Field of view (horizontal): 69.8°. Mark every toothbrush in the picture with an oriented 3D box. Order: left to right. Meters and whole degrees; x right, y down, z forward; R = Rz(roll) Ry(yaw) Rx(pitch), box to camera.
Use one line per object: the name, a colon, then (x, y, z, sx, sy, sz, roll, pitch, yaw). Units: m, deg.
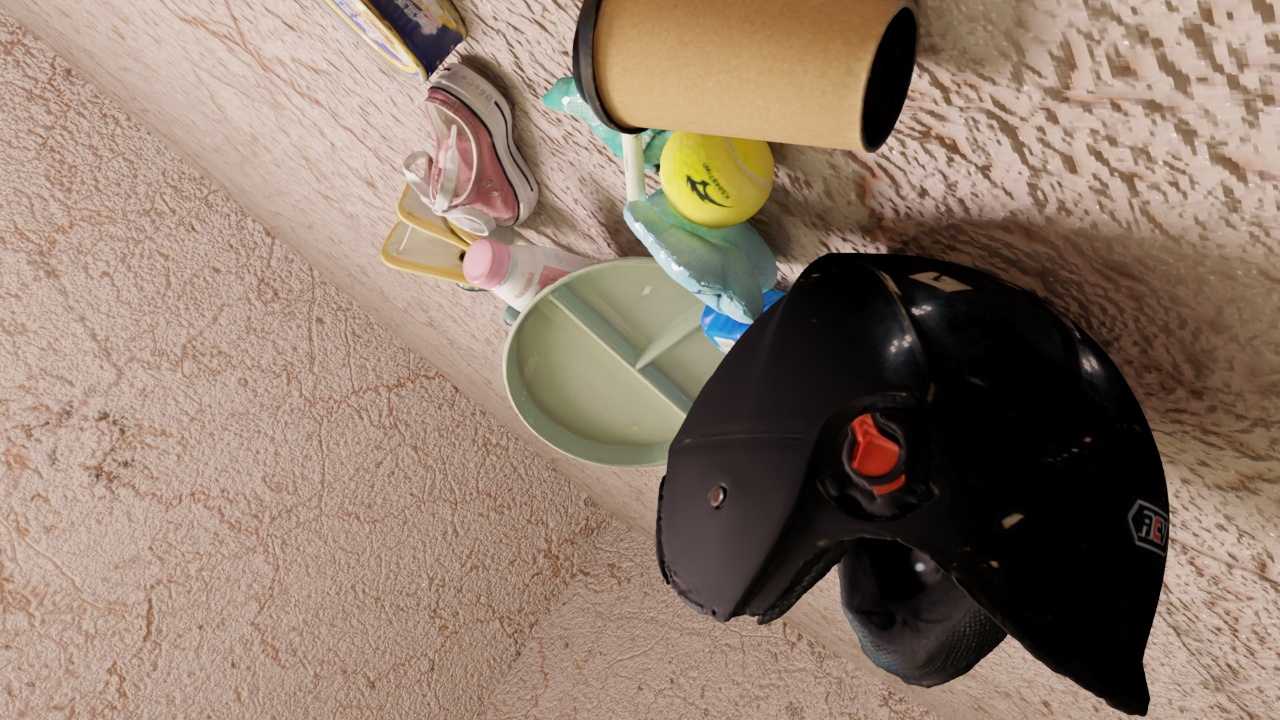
toothbrush: (-0.009, -0.154, 0.540, 0.029, 0.020, 0.190, 26, 154, 18)

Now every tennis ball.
tennis ball: (0.044, -0.109, 0.527, 0.065, 0.065, 0.065, 34, 167, 9)

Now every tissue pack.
tissue pack: (0.119, -0.004, 0.731, 0.157, 0.052, 0.095, 43, 167, -28)

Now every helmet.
helmet: (0.152, 0.062, 0.492, 0.233, 0.230, 0.275, 28, 177, -42)

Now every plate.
plate: (-0.005, 0.005, 0.806, 0.230, 0.231, 0.027, 43, -155, -28)

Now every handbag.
handbag: (-0.158, -0.122, 0.919, 0.178, 0.063, 0.163, 16, -159, -13)

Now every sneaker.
sneaker: (-0.150, -0.159, 0.788, 0.118, 0.087, 0.241, 35, 170, 5)

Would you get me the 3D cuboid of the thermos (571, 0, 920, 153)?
thermos: (0.042, -0.136, 0.404, 0.143, 0.093, 0.093, 21, 162, 26)

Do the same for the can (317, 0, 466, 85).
can: (-0.188, -0.259, 0.627, 0.148, 0.049, 0.075, 45, 165, -34)

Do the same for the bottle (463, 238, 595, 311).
bottle: (-0.070, -0.065, 0.824, 0.068, 0.068, 0.196, 24, -175, 42)

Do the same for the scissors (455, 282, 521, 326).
scissors: (-0.091, -0.059, 0.914, 0.176, 0.019, 0.172, 5, -154, -27)

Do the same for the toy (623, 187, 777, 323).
toy: (0.042, -0.074, 0.596, 0.161, 0.050, 0.156, 25, -152, -38)

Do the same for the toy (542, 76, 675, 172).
toy: (-0.010, -0.155, 0.592, 0.092, 0.030, 0.097, 37, 161, -26)
